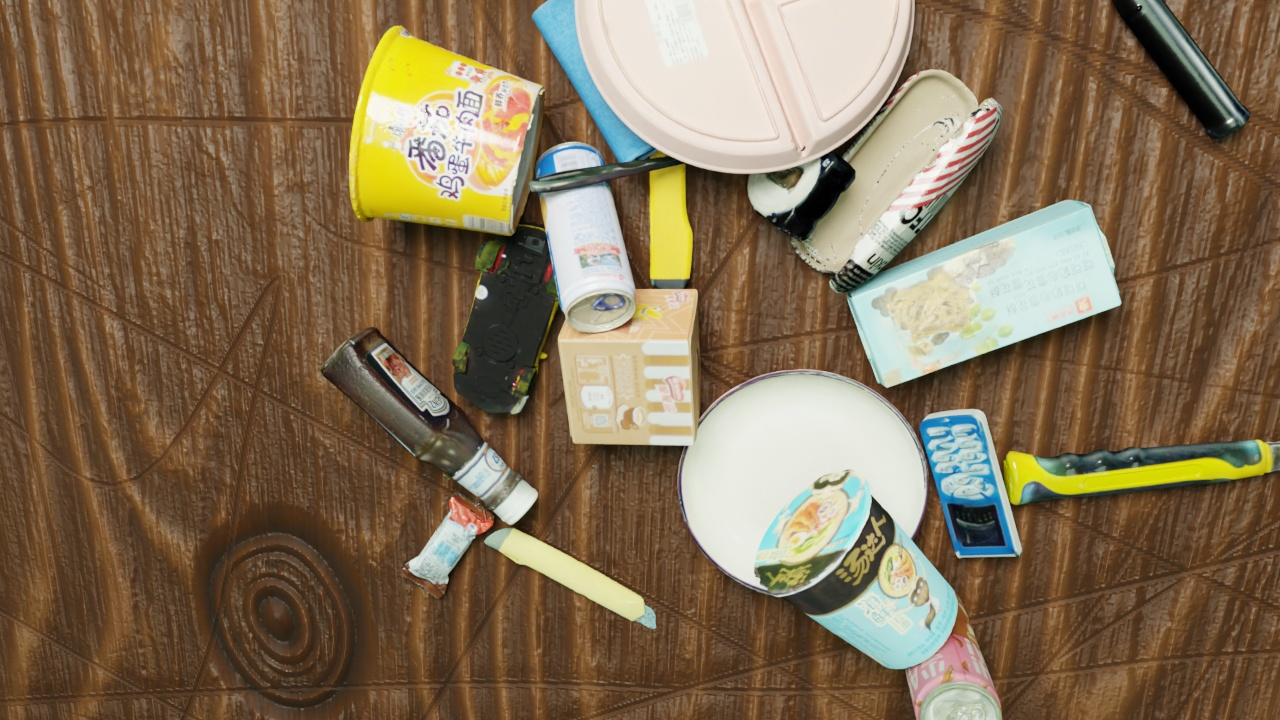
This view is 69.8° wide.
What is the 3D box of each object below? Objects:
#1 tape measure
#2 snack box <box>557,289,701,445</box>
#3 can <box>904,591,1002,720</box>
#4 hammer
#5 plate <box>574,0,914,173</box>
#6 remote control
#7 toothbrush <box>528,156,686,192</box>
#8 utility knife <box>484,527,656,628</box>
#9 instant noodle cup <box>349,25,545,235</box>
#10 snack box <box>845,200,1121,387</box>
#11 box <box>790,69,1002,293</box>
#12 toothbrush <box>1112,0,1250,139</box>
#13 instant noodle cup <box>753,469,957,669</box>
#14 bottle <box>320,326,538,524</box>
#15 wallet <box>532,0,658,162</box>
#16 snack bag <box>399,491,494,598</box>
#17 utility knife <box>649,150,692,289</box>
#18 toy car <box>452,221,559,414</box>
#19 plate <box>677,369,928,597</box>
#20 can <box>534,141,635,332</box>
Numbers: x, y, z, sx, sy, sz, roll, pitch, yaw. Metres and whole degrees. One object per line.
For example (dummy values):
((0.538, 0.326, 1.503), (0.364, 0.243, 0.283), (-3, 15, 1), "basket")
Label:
((0.109, -0.126, 0.651), (0.033, 0.066, 0.066), (24, 108, -44), "tape measure")
((-0.004, 0.004, 0.690), (0.094, 0.076, 0.093), (0, 123, 9), "snack box")
((0.228, 0.225, 0.692), (0.058, 0.147, 0.058), (2, 105, 8), "can")
((0.441, 0.077, 0.679), (0.324, 0.031, 0.126), (-8, 104, 10), "hammer")
((0.070, -0.240, 0.607), (0.229, 0.028, 0.229), (0, 88, 0), "plate")
((0.256, 0.097, 0.710), (0.049, 0.024, 0.125), (-9, 105, 38), "remote control")
((0.009, -0.141, 0.650), (0.181, 0.018, 0.015), (-14, 67, -13), "toothbrush")
((-0.057, 0.188, 0.793), (0.167, 0.018, 0.031), (31, 112, 0), "utility knife")
((-0.131, -0.154, 0.651), (0.110, 0.138, 0.138), (13, 107, -3), "instant noodle cup")
((0.243, -0.047, 0.662), (0.175, 0.051, 0.074), (-21, 101, 14), "snack box")
((0.173, -0.128, 0.647), (0.088, 0.076, 0.163), (45, 111, 23), "box")
((0.330, -0.236, 0.609), (0.212, 0.026, 0.027), (48, 68, -6), "toothbrush")
((0.164, 0.158, 0.670), (0.120, 0.111, 0.111), (41, 107, -13), "instant noodle cup")
((-0.164, 0.056, 0.738), (0.195, 0.079, 0.044), (44, 101, -7), "bottle")
((-0.003, -0.219, 0.651), (0.106, 0.040, 0.133), (-31, 91, 19), "wallet")
((-0.168, 0.162, 0.797), (0.045, 0.026, 0.105), (33, 109, -10), "snack bag")
((0.023, -0.149, 0.684), (0.033, 0.015, 0.209), (1, 102, 6), "utility knife")
((-0.103, -0.033, 0.723), (0.071, 0.041, 0.156), (20, 106, 3), "toy car")
((0.127, 0.095, 0.727), (0.192, 0.039, 0.192), (2, 106, 8), "plate")
((-0.040, -0.088, 0.653), (0.053, 0.053, 0.134), (-21, 60, 13), "can")
